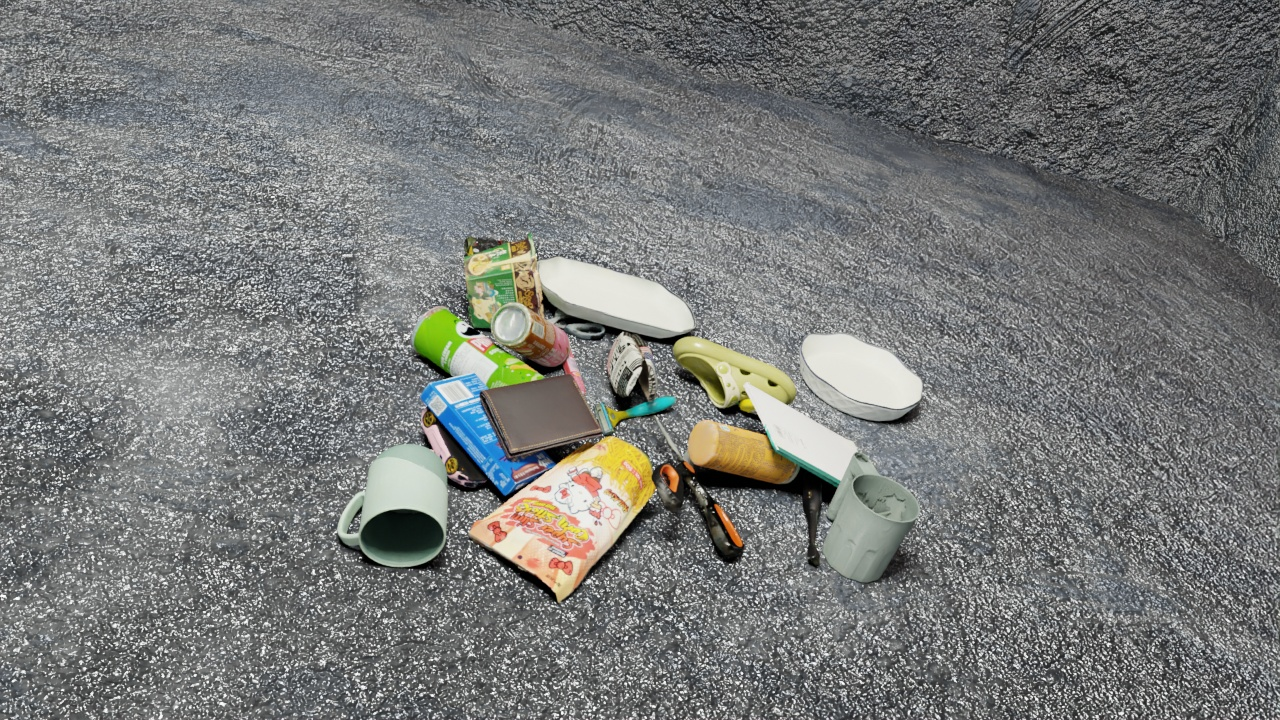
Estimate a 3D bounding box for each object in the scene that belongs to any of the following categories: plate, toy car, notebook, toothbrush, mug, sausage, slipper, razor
[{"bbox_3d":[-0.041,-0.093,1.440,0.265,0.034,0.161,13,29,-21],"label":"plate"},{"bbox_3d":[-0.216,0.100,1.062,0.056,0.037,0.122,7,39,-46],"label":"toy car"},{"bbox_3d":[0.235,0.116,1.221,0.209,0.012,0.150,30,23,-26],"label":"notebook"},{"bbox_3d":[0.220,0.183,1.170,0.026,0.027,0.212,-22,25,21],"label":"toothbrush"},{"bbox_3d":[-0.253,0.148,0.936,0.112,0.082,0.106,-18,36,2],"label":"mug"},{"bbox_3d":[0.268,0.189,1.109,0.083,0.104,0.123,7,32,-17],"label":"mug"},{"bbox_3d":[-0.235,-0.152,1.449,0.071,0.041,0.155,2,33,-25],"label":"toy car"},{"bbox_3d":[-0.099,0.008,1.287,0.020,0.020,0.155,4,33,-22],"label":"sausage"},{"bbox_3d":[0.345,0.027,1.463,0.205,0.046,0.204,13,32,-8],"label":"plate"},{"bbox_3d":[0.127,0.034,1.320,0.190,0.092,0.081,26,70,-5],"label":"slipper"},{"bbox_3d":[-0.004,0.067,1.234,0.132,0.028,0.043,-14,77,-40],"label":"razor"}]

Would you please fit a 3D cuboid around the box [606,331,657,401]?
[{"bbox_3d":[0.001,0.006,1.267,0.079,0.074,0.163,18,12,-12],"label":"box"}]

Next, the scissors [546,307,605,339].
[{"bbox_3d":[-0.134,-0.056,1.378,0.172,0.014,0.159,19,31,5],"label":"scissors"}]

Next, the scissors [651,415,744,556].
[{"bbox_3d":[0.059,0.150,1.103,0.223,0.022,0.220,51,13,15],"label":"scissors"}]

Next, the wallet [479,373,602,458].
[{"bbox_3d":[-0.116,0.062,1.075,0.122,0.020,0.096,-11,56,-31],"label":"wallet"}]

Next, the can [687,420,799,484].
[{"bbox_3d":[0.132,0.118,1.165,0.146,0.058,0.058,17,28,-32],"label":"can"}]

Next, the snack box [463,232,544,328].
[{"bbox_3d":[-0.200,-0.108,1.331,0.105,0.118,0.117,-7,32,-8],"label":"snack box"}]

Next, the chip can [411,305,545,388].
[{"bbox_3d":[-0.188,0.018,1.176,0.236,0.072,0.072,33,34,22],"label":"chip can"}]

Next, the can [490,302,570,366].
[{"bbox_3d":[-0.144,-0.032,1.221,0.058,0.058,0.147,31,-2,20],"label":"can"}]

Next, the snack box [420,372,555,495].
[{"bbox_3d":[-0.176,0.083,1.068,0.157,0.026,0.084,47,26,14],"label":"snack box"}]

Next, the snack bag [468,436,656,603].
[{"bbox_3d":[-0.075,0.167,1.018,0.128,0.073,0.207,31,41,19],"label":"snack bag"}]
